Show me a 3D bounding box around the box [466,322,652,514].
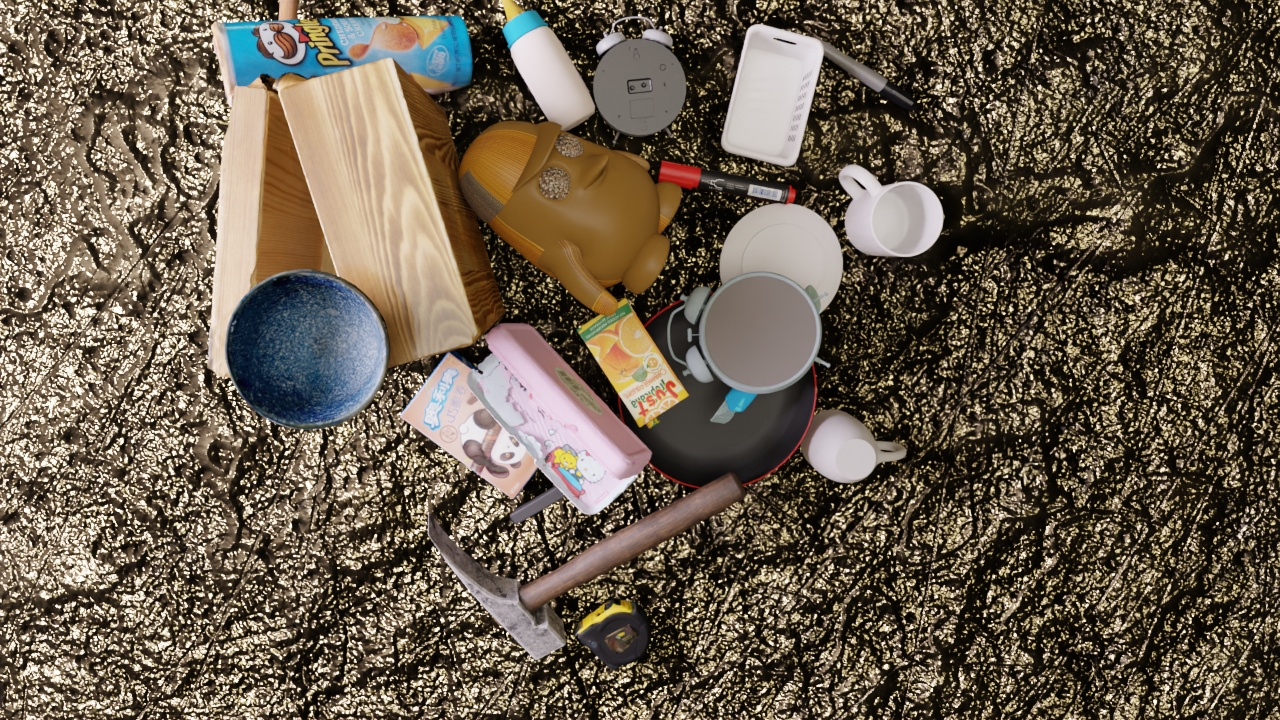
[{"bbox_3d":[-0.090,0.060,0.920,0.202,0.087,0.095,45,108,14],"label":"box"}]

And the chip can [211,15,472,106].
[{"bbox_3d":[-0.281,-0.287,0.878,0.229,0.080,0.080,-11,98,-22],"label":"chip can"}]

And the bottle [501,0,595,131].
[{"bbox_3d":[-0.100,-0.305,0.928,0.051,0.051,0.146,-31,98,1],"label":"bottle"}]

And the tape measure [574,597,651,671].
[{"bbox_3d":[-0.025,0.302,1.018,0.072,0.042,0.071,-43,95,0],"label":"tape measure"}]

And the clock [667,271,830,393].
[{"bbox_3d":[0.107,-0.028,0.919,0.159,0.045,0.122,-2,88,5],"label":"clock"}]

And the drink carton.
[{"bbox_3d":[-0.005,0.005,0.924,0.058,0.041,0.122,-33,89,1],"label":"drink carton"}]

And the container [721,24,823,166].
[{"bbox_3d":[0.132,-0.270,0.947,0.080,0.049,0.129,13,96,-5],"label":"container"}]

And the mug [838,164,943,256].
[{"bbox_3d":[0.248,-0.158,0.948,0.074,0.090,0.110,-43,98,2],"label":"mug"}]

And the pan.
[{"bbox_3d":[0.018,0.070,0.977,0.356,0.067,0.209,-31,98,1],"label":"pan"}]

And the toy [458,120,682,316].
[{"bbox_3d":[-0.073,-0.158,0.885,0.203,0.163,0.198,26,56,-20],"label":"toy"}]

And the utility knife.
[{"bbox_3d":[0.131,-0.002,0.947,0.031,0.015,0.173,38,92,-5],"label":"utility knife"}]

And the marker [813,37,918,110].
[{"bbox_3d":[0.235,-0.301,0.964,0.138,0.022,0.016,30,104,-8],"label":"marker"}]

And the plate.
[{"bbox_3d":[0.153,-0.102,0.990,0.134,0.011,0.134,0,97,-3],"label":"plate"}]

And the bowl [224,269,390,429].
[{"bbox_3d":[-0.238,-0.011,0.676,0.114,0.060,0.114,-1,99,-5],"label":"bowl"}]

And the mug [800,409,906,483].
[{"bbox_3d":[0.235,0.096,0.982,0.107,0.089,0.071,3,97,-4],"label":"mug"}]

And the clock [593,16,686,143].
[{"bbox_3d":[-0.003,-0.290,0.945,0.094,0.035,0.122,-6,97,-3],"label":"clock"}]

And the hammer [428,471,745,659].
[{"bbox_3d":[-0.043,0.173,0.947,0.301,0.037,0.218,-29,122,6],"label":"hammer"}]

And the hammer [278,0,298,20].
[{"bbox_3d":[-0.344,-0.367,0.901,0.162,0.083,0.318,8,104,-4],"label":"hammer"}]

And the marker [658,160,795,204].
[{"bbox_3d":[0.092,-0.186,0.970,0.145,0.021,0.023,10,74,-5],"label":"marker"}]

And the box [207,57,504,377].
[{"bbox_3d":[-0.264,-0.125,0.829,0.215,0.279,0.257,-14,98,-1],"label":"box"}]

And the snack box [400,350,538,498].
[{"bbox_3d":[-0.168,0.068,0.982,0.151,0.034,0.087,37,93,-7],"label":"snack box"}]
